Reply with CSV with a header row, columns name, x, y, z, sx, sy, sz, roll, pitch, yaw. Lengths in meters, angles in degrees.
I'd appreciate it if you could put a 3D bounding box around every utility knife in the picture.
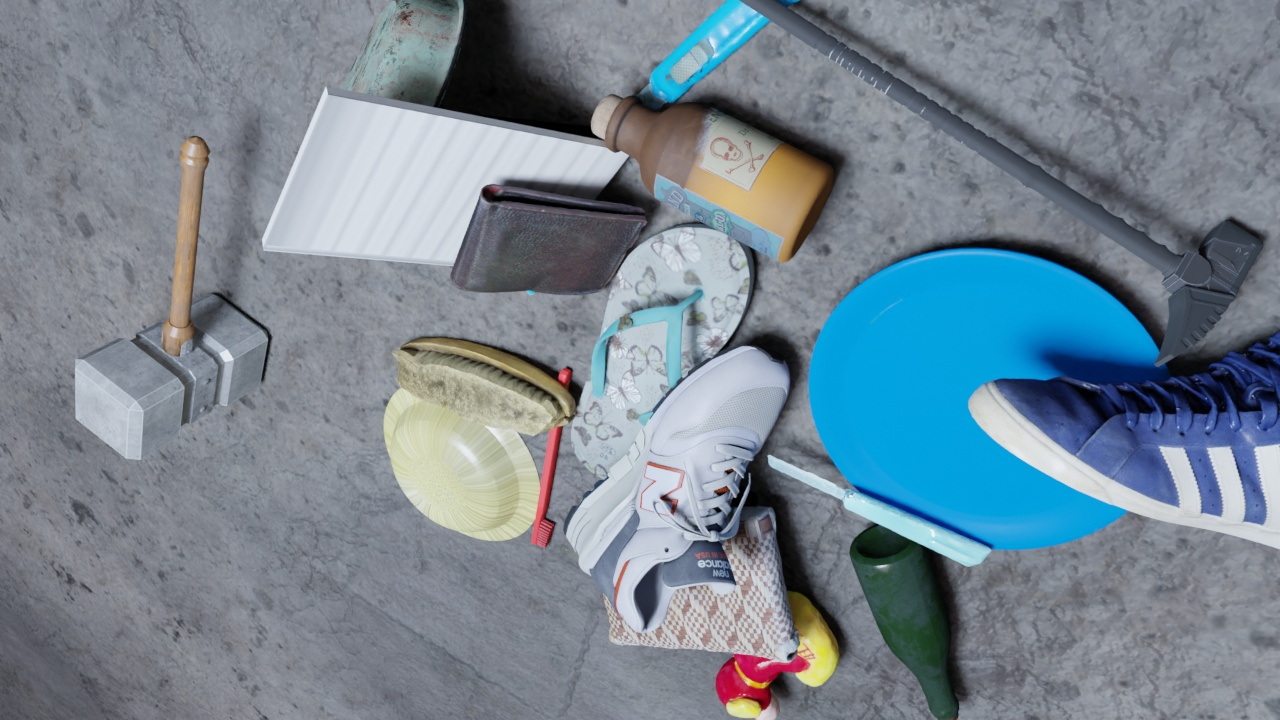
name,x,y,z,sx,sy,sz,roll,pitch,yaw
utility knife,0.166,0.107,0.658,0.166,0.015,0.022,24,126,13
utility knife,0.038,-0.194,0.591,0.222,0.015,0.031,-32,95,41

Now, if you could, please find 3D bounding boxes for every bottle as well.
name,x,y,z,sx,sy,sz,roll,pitch,yaw
bottle,0.041,-0.127,0.593,0.157,0.067,0.068,29,128,12
bottle,0.212,0.208,0.702,0.055,0.055,0.174,-10,113,34

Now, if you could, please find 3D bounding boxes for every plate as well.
name,x,y,z,sx,sy,sz,roll,pitch,yaw
plate,-0.185,0.108,0.883,0.184,0.036,0.185,14,124,23
plate,0.223,0.027,0.606,0.224,0.024,0.225,14,124,22

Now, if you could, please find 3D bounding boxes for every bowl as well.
name,x,y,z,sx,sy,sz,roll,pitch,yaw
bowl,-0.173,-0.187,0.630,0.038,0.157,0.158,23,137,-30

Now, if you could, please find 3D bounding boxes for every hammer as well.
name,x,y,z,sx,sy,sz,roll,pitch,yaw
hammer,0.179,-0.122,0.512,0.325,0.094,0.015,37,160,10
hammer,-0.414,-0.068,0.830,0.083,0.162,0.319,35,129,8

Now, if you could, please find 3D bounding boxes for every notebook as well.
name,x,y,z,sx,sy,sz,roll,pitch,yaw
notebook,-0.127,-0.110,0.616,0.143,0.209,0.009,-44,56,42

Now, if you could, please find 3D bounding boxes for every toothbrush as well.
name,x,y,z,sx,sy,sz,roll,pitch,yaw
toothbrush,-0.077,0.095,0.828,0.018,0.012,0.213,24,127,16

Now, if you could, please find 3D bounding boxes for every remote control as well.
name,x,y,z,sx,sy,sz,roll,pitch,yaw
remote control,-0.103,-0.168,0.670,0.150,0.034,0.013,13,123,26

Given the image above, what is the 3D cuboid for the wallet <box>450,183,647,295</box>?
name,x,y,z,sx,sy,sz,roll,pitch,yaw
wallet,-0.067,-0.083,0.654,0.100,0.119,0.031,128,138,-53

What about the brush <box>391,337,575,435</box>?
name,x,y,z,sx,sy,sz,roll,pitch,yaw
brush,-0.143,0.021,0.798,0.195,0.043,0.059,17,124,28

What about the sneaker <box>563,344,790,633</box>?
name,x,y,z,sx,sy,sz,roll,pitch,yaw
sneaker,0.041,0.108,0.671,0.240,0.088,0.124,-49,45,28

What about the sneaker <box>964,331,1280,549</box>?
name,x,y,z,sx,sy,sz,roll,pitch,yaw
sneaker,0.311,0.020,0.483,0.233,0.091,0.119,20,121,-2

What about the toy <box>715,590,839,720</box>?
name,x,y,z,sx,sy,sz,roll,pitch,yaw
toy,0.106,0.251,0.787,0.105,0.067,0.138,37,121,15

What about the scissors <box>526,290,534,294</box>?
name,x,y,z,sx,sy,sz,roll,pitch,yaw
scissors,-0.116,-0.112,0.729,0.140,0.011,0.134,-23,104,36

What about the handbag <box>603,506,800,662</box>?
name,x,y,z,sx,sy,sz,roll,pitch,yaw
handbag,0.041,0.183,0.765,0.186,0.046,0.124,-8,99,37

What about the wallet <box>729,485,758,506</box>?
name,x,y,z,sx,sy,sz,roll,pitch,yaw
wallet,0.042,0.137,0.783,0.091,0.018,0.116,27,129,13

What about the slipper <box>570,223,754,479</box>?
name,x,y,z,sx,sy,sz,roll,pitch,yaw
slipper,-0.004,0.004,0.708,0.098,0.054,0.270,38,130,11
